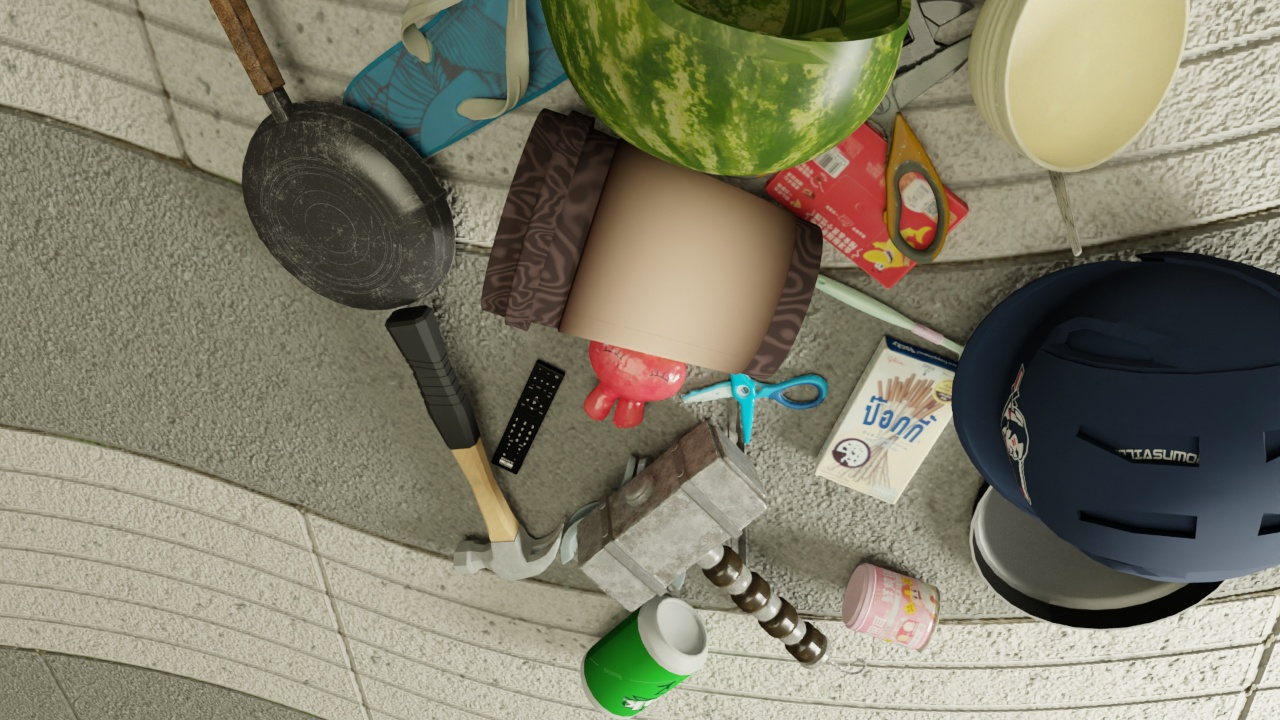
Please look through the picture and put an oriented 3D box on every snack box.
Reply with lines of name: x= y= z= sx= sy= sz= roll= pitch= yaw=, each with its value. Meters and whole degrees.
snack box: x=0.176 y=-0.128 z=0.720 sx=0.133 sy=0.021 sz=0.089 roll=37 pitch=122 yaw=-9
snack box: x=0.222 y=0.055 z=0.816 sx=0.082 sy=0.026 sz=0.150 roll=22 pitch=123 yaw=0

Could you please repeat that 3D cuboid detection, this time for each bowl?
bowl: x=0.273 y=-0.206 z=0.605 sx=0.150 sy=0.075 sz=0.151 roll=-10 pitch=116 yaw=-21

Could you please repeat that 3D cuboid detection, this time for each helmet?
helmet: x=0.046 y=-0.237 z=0.564 sx=0.244 sy=0.212 sz=0.247 roll=9 pitch=117 yaw=60
helmet: x=0.358 y=0.045 z=0.657 sx=0.273 sy=0.222 sz=0.232 roll=5 pitch=111 yaw=39

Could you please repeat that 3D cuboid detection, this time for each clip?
clip: x=-0.020 y=0.182 z=0.951 sx=0.166 sy=0.032 sz=0.164 roll=-29 pitch=111 yaw=26

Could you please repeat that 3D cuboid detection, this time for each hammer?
hammer: x=-0.169 y=0.092 z=0.911 sx=0.131 sy=0.039 sz=0.328 roll=-6 pitch=123 yaw=16
hammer: x=0.102 y=0.223 z=0.901 sx=0.177 sy=0.079 sz=0.326 roll=-40 pitch=111 yaw=12

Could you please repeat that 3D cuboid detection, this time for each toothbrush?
toothbrush: x=0.281 y=-0.114 z=0.609 sx=0.010 sy=0.181 sz=0.010 roll=34 pitch=129 yaw=-11
toothbrush: x=0.213 y=-0.036 z=0.771 sx=0.155 sy=0.015 sz=0.022 roll=26 pitch=92 yaw=-2

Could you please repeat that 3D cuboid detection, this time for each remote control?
remote control: x=-0.113 y=0.058 z=0.908 sx=0.030 sy=0.009 sz=0.140 roll=26 pitch=123 yaw=-3

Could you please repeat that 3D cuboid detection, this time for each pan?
pan: x=0.378 y=0.101 z=0.801 sx=0.226 sy=0.034 sz=0.356 roll=-26 pitch=111 yaw=26
pan: x=-0.286 y=-0.185 z=0.763 sx=0.208 sy=0.040 sz=0.357 roll=-6 pitch=126 yaw=25

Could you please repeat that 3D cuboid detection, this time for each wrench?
wrench: x=0.108 y=-0.227 z=0.682 sx=0.273 sy=0.018 sz=0.073 roll=-3 pitch=119 yaw=17

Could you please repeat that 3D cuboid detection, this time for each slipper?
slipper: x=-0.125 y=-0.239 z=0.706 sx=0.296 sy=0.060 sz=0.118 roll=-29 pitch=113 yaw=27

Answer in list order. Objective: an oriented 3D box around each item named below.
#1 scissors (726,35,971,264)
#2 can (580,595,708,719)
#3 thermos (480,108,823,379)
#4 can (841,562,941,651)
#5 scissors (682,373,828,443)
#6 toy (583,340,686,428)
scissors: x=0.159 y=-0.169 z=0.677 sx=0.230 sy=0.016 sz=0.225 roll=-8 pitch=115 yaw=15
can: x=0.003 y=0.321 z=0.992 sx=0.088 sy=0.087 sz=0.140 roll=37 pitch=121 yaw=-10
thermos: x=0.010 y=-0.080 z=0.711 sx=0.226 sy=0.172 sz=0.173 roll=18 pitch=123 yaw=-5
can: x=0.244 y=0.241 z=0.898 sx=0.076 sy=0.067 sz=0.067 roll=18 pitch=123 yaw=2
scissors: x=0.103 y=0.020 z=0.833 sx=0.140 sy=0.011 sz=0.134 roll=1 pitch=118 yaw=12
toy: x=-0.005 y=0.005 z=0.829 sx=0.091 sy=0.045 sz=0.135 roll=30 pitch=117 yaw=-3
